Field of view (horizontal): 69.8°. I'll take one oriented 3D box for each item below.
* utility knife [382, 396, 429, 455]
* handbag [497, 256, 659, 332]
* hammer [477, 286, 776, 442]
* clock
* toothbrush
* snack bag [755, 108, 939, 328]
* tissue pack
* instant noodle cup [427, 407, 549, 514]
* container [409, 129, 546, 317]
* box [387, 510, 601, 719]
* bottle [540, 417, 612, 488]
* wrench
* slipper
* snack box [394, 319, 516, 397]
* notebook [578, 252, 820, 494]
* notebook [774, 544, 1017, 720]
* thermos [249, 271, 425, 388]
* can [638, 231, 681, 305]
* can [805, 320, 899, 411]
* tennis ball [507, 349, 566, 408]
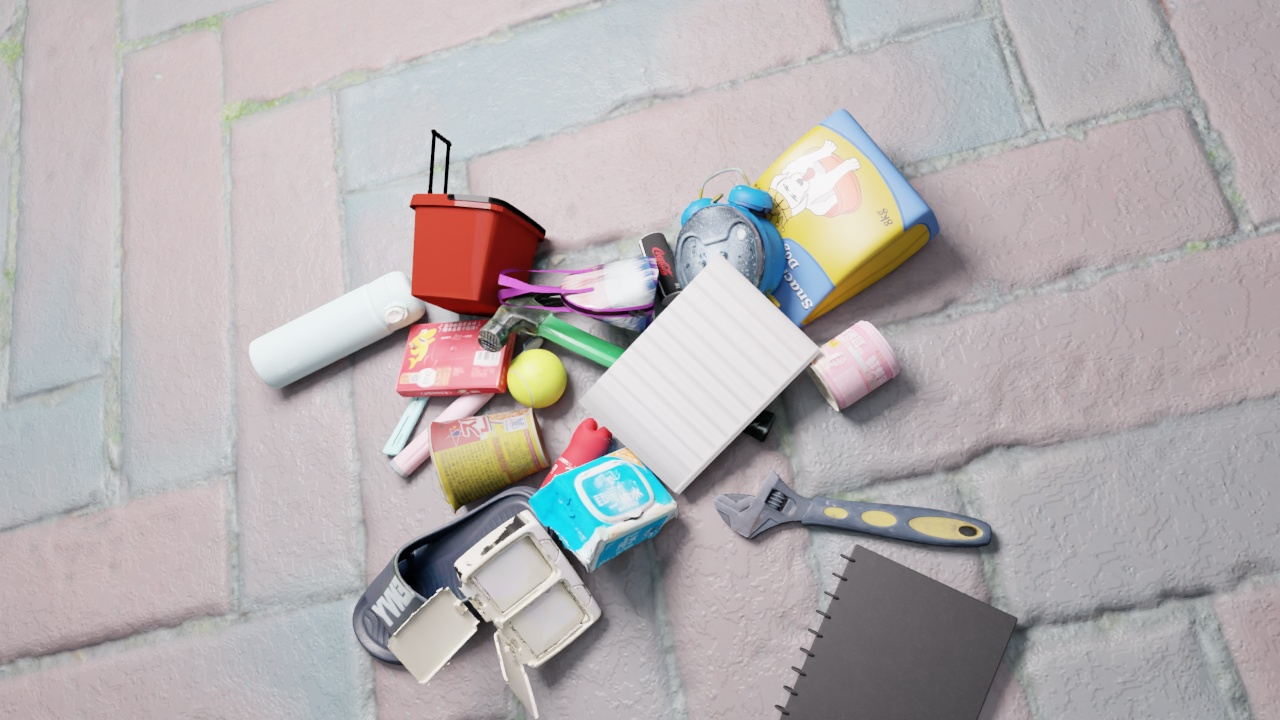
[{"bbox_3d":[-0.254,0.041,1.069,0.022,0.015,0.158,20,76,24],"label":"utility knife"},{"bbox_3d":[-0.068,-0.075,0.987,0.170,0.144,0.068,2,113,-4],"label":"handbag"},{"bbox_3d":[-0.006,0.006,0.989,0.319,0.032,0.129,25,40,11],"label":"hammer"},{"bbox_3d":[0.095,-0.125,0.974,0.117,0.060,0.161,-9,89,43],"label":"clock"},{"bbox_3d":[-0.195,0.049,1.046,0.222,0.027,0.026,-43,46,-3],"label":"toothbrush"},{"bbox_3d":[0.187,-0.139,0.984,0.205,0.102,0.159,-38,69,15],"label":"snack bag"},{"bbox_3d":[-0.033,0.148,0.929,0.093,0.144,0.062,50,133,20],"label":"tissue pack"},{"bbox_3d":[-0.161,0.097,0.993,0.112,0.100,0.100,-18,70,-2],"label":"instant noodle cup"},{"bbox_3d":[-0.186,-0.158,1.040,0.127,0.148,0.200,6,84,17],"label":"container"},{"bbox_3d":[-0.123,0.256,0.881,0.186,0.145,0.101,-45,28,-25],"label":"box"},{"bbox_3d":[-0.078,0.129,0.987,0.042,0.042,0.141,29,82,19],"label":"bottle"},{"bbox_3d":[0.208,0.157,0.924,0.274,0.022,0.073,6,76,15],"label":"wrench"},{"bbox_3d":[-0.203,0.228,0.952,0.268,0.083,0.110,-37,71,11],"label":"slipper"},{"bbox_3d":[-0.210,-0.003,1.049,0.133,0.021,0.089,-3,61,20],"label":"snack box"},{"bbox_3d":[0.059,0.016,0.937,0.142,0.009,0.210,43,100,-1],"label":"notebook"},{"bbox_3d":[0.230,0.313,0.871,0.169,0.019,0.231,23,83,17],"label":"notebook"},{"bbox_3d":[-0.355,-0.038,1.085,0.207,0.065,0.077,-25,30,5],"label":"thermos"},{"bbox_3d":[0.025,-0.104,1.037,0.031,0.031,0.080,-22,70,5],"label":"can"},{"bbox_3d":[0.217,0.005,0.944,0.076,0.067,0.067,-34,70,2],"label":"can"},{"bbox_3d":[-0.114,0.020,1.014,0.065,0.065,0.065,-4,73,12],"label":"tennis ball"}]
